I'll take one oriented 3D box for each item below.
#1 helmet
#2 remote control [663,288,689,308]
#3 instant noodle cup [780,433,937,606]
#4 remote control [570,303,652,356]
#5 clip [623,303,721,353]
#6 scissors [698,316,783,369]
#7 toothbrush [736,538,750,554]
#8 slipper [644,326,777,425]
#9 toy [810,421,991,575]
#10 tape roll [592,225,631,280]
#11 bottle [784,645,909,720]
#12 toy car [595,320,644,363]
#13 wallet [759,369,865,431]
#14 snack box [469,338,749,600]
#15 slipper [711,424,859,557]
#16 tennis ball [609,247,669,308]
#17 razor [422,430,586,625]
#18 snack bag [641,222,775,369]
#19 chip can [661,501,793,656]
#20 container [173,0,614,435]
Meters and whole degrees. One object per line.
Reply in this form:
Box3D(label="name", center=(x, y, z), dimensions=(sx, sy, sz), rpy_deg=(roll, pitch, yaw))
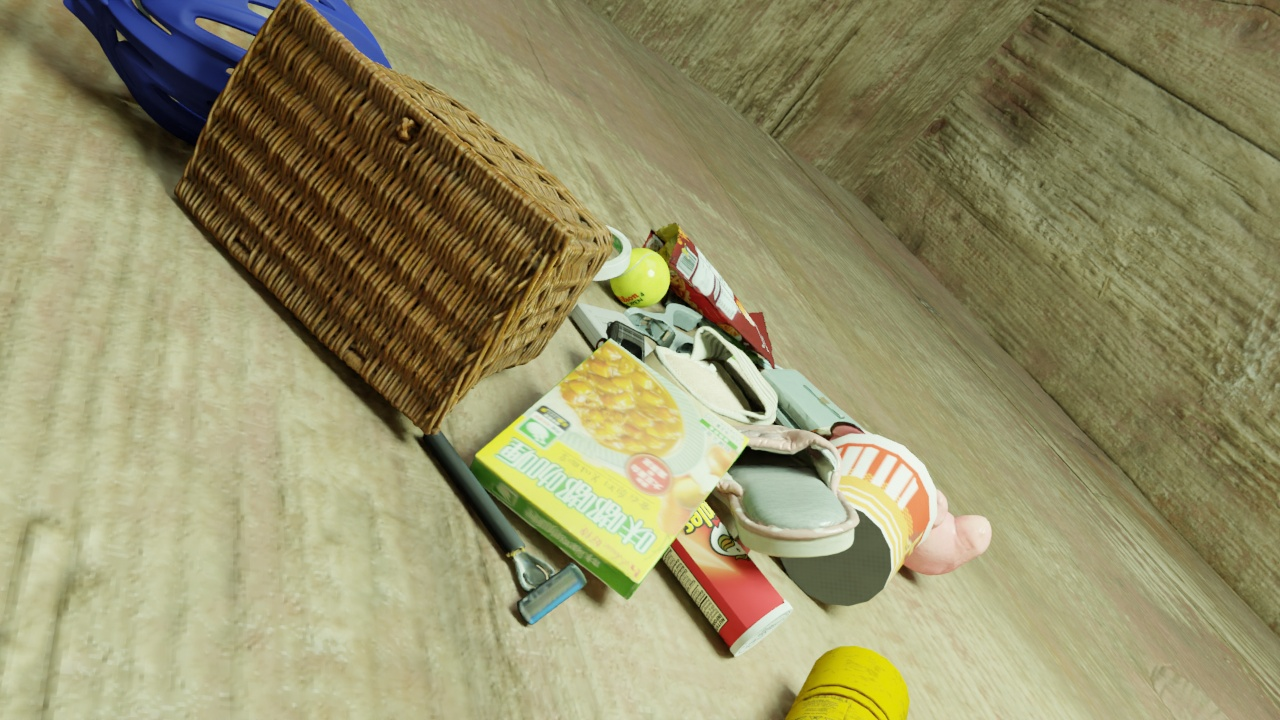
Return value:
Box3D(label="helmet", center=(-0.305, -0.256, 0.696), dimensions=(0.241, 0.148, 0.227), rpy_deg=(6, 44, -54))
Box3D(label="remote control", center=(0.050, -0.085, 1.145), dimensions=(0.033, 0.013, 0.136), rpy_deg=(39, 22, -10))
Box3D(label="instant noodle cup", center=(0.184, 0.142, 0.798), dimensions=(0.123, 0.124, 0.120), rpy_deg=(44, 29, 9))
Box3D(label="remote control", center=(-0.005, 0.005, 0.872), dimensions=(0.074, 0.019, 0.151), rpy_deg=(10, 36, -52))
Box3D(label="clip", center=(0.028, -0.041, 1.008), dimensions=(0.115, 0.028, 0.163), rpy_deg=(46, 21, 16))
Box3D(label="scissors", center=(0.142, 0.002, 1.135), dimensions=(0.175, 0.032, 0.092), rpy_deg=(26, 23, -24))
Box3D(label="toothbrush", center=(0.092, 0.146, 0.762), dimensions=(0.016, 0.016, 0.189), rpy_deg=(45, 22, 9))
Box3D(label="slipper", center=(0.081, 0.021, 0.907), dimensions=(0.114, 0.054, 0.272), rpy_deg=(55, 18, 15))
Box3D(label="toy", center=(0.237, 0.133, 0.920), dimensions=(0.213, 0.084, 0.142), rpy_deg=(40, -17, -16))
Box3D(label="tape roll", center=(-0.057, -0.116, 0.960), dimensions=(0.094, 0.018, 0.093), rpy_deg=(5, 37, -4))
Box3D(label="bottle", center=(0.115, 0.237, 0.552), dimensions=(0.071, 0.071, 0.163), rpy_deg=(45, 22, 12))
Box3D(label="toy car", center=(-0.016, 0.011, 0.782), dimensions=(0.040, 0.037, 0.092), rpy_deg=(26, 58, -35))
Box3D(label="wallet", center=(0.192, 0.063, 1.051), dimensions=(0.131, 0.054, 0.100), rpy_deg=(46, 21, 27))
Box3D(label="snack box", center=(-0.015, 0.065, 0.632), dimensions=(0.132, 0.027, 0.167), rpy_deg=(36, 42, 9))
Box3D(label="slipper", center=(0.102, 0.085, 0.727), dimensions=(0.114, 0.054, 0.274), rpy_deg=(-4, 10, -4))
Box3D(label="tennis ball", center=(-0.001, -0.090, 1.000), dimensions=(0.065, 0.065, 0.065), rpy_deg=(34, 22, -16))
Box3D(label="razor", center=(-0.090, 0.095, 0.558), dimensions=(0.042, 0.022, 0.144), rpy_deg=(-32, 62, -21))
Box3D(label="snack bag", center=(0.095, -0.078, 1.110), dimensions=(0.208, 0.067, 0.138), rpy_deg=(36, 20, -27))
Box3D(label="chip can", center=(0.021, 0.110, 0.668), dimensions=(0.214, 0.052, 0.051), rpy_deg=(50, 23, 23))
Box3D(label="container", center=(-0.149, -0.099, 0.643), dimensions=(0.250, 0.162, 0.183), rpy_deg=(41, 17, 10))
